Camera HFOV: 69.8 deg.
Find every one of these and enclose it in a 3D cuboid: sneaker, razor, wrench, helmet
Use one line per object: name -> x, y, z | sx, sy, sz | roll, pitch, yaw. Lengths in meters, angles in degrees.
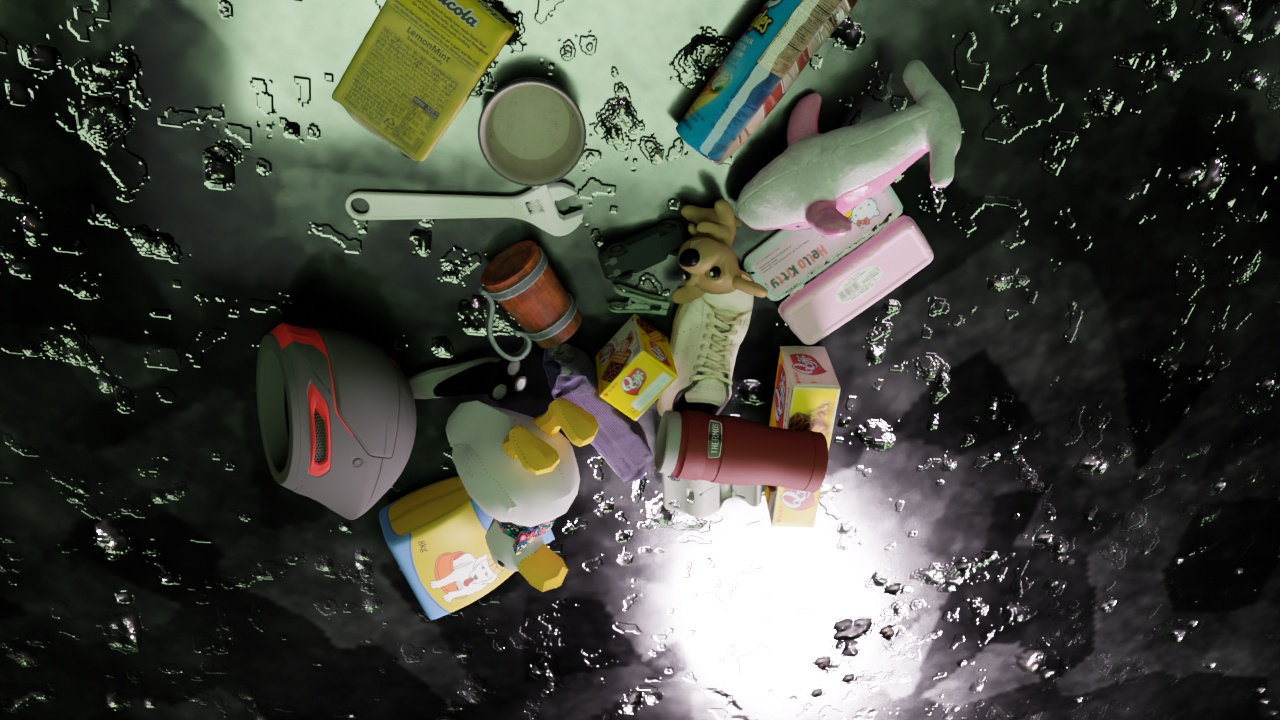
sneaker -> 0.082, 0.002, 1.161 | 0.089, 0.102, 0.242 | 11, 119, -14
razor -> -0.226, 0.026, 1.167 | 0.156, 0.060, 0.057 | -1, 135, 16
wrench -> -0.202, -0.179, 1.067 | 0.273, 0.018, 0.066 | 0, 121, -6
helmet -> -0.358, 0.073, 1.112 | 0.169, 0.164, 0.265 | -9, 121, -36

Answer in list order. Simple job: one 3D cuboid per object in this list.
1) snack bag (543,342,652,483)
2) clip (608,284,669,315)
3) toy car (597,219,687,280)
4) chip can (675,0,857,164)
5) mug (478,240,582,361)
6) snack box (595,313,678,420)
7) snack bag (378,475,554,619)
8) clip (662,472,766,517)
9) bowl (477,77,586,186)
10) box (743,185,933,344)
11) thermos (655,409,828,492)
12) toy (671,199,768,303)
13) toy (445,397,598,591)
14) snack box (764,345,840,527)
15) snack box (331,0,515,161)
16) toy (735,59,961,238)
snack bag -> -0.054, 0.063, 1.186 | 0.058, 0.096, 0.205 | -33, 120, 5
clip -> -0.001, -0.074, 1.152 | 0.074, 0.023, 0.035 | 8, 118, -14
toy car -> 0.003, -0.134, 1.108 | 0.112, 0.034, 0.046 | -25, 125, -10
chip can -> 0.134, -0.321, 0.992 | 0.079, 0.079, 0.230 | 30, 113, -22
mug -> -0.141, -0.065, 1.101 | 0.117, 0.081, 0.111 | -39, 123, -5
snack box -> -0.007, 0.007, 1.151 | 0.061, 0.105, 0.084 | 35, 110, -23
snack bag -> -0.234, 0.240, 1.275 | 0.205, 0.102, 0.159 | -25, 122, -12
clip -> 0.105, 0.155, 1.282 | 0.151, 0.091, 0.126 | 1, 123, 7
bowl -> -0.119, -0.256, 1.006 | 0.115, 0.059, 0.116 | -3, 121, -6
box -> 0.249, -0.124, 1.143 | 0.201, 0.044, 0.154 | -36, 118, 13
thermos -> 0.120, 0.117, 1.136 | 0.198, 0.083, 0.108 | 9, 156, -8
toy -> 0.086, -0.128, 1.078 | 0.105, 0.134, 0.108 | 15, 78, -49
toy -> -0.155, 0.153, 1.146 | 0.246, 0.140, 0.268 | 45, 135, 11
snack box -> 0.212, 0.103, 1.234 | 0.061, 0.109, 0.231 | 2, 121, -2
snack box -> -0.229, -0.311, 0.959 | 0.121, 0.045, 0.181 | 36, 112, -11
toy -> 0.237, -0.213, 1.037 | 0.266, 0.186, 0.127 | -23, 156, 33
